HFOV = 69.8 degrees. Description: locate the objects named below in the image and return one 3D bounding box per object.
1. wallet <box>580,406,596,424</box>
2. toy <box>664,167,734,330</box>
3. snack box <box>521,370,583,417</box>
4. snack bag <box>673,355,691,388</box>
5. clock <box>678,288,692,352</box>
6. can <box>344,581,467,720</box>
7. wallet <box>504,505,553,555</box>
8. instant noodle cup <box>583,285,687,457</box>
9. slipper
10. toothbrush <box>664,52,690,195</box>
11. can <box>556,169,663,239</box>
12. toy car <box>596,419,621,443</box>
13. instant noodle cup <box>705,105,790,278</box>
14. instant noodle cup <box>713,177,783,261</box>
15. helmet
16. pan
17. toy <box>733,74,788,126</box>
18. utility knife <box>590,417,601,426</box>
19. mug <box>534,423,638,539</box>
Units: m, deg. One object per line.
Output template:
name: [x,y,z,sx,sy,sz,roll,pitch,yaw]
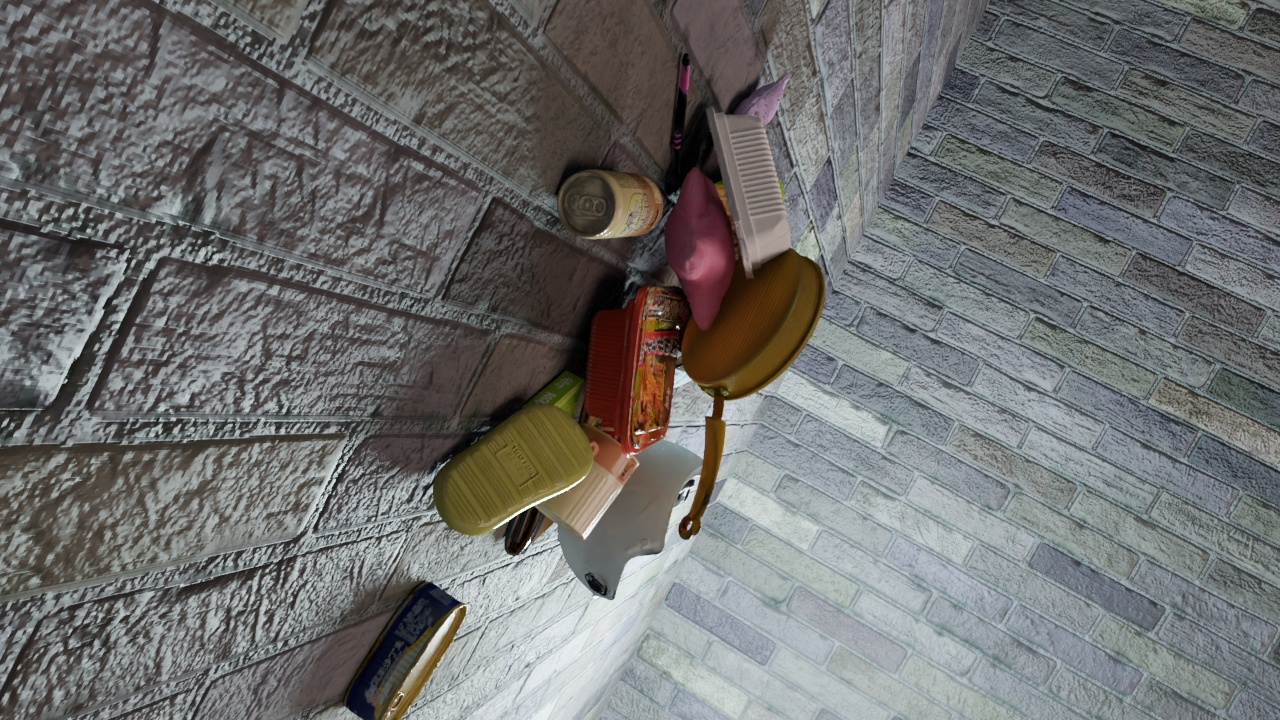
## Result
wallet: [-0.036,0.021,1.157,0.101,0.020,0.116,-46,162,-47]
toy: [0.070,-0.137,1.050,0.195,0.075,0.178,61,30,-65]
snack box: [-0.110,0.092,1.019,0.085,0.026,0.157,-44,158,-48]
snack bag: [0.041,0.018,1.283,0.191,0.110,0.039,1,74,-77]
clock: [0.063,-0.059,1.271,0.121,0.055,0.082,-36,151,-60]
can: [-0.238,0.300,0.932,0.148,0.049,0.075,-58,165,-11]
wallet: [-0.123,0.187,1.151,0.090,0.033,0.115,-64,167,21]
instant noodle cup: [-0.006,0.006,1.040,0.164,0.079,0.189,-11,106,-72]
slipper: [-0.131,0.109,0.890,0.082,0.091,0.190,-31,178,43]
toothbrush: [0.038,-0.234,0.934,0.017,0.014,0.189,-44,159,-24]
can: [-0.025,-0.138,0.811,0.059,0.058,0.116,-66,165,17]
toy car: [-0.039,0.105,1.185,0.120,0.053,0.045,-58,140,-45]
instant noodle cup: [0.122,-0.189,1.015,0.138,0.060,0.173,38,38,-78]
instant noodle cup: [0.131,-0.194,1.167,0.123,0.112,0.112,-56,168,-54]
helmet: [-0.030,0.202,1.263,0.228,0.146,0.259,-46,176,-42]
pan: [0.104,0.031,1.057,0.198,0.078,0.356,3,-117,60]
toy: [0.137,-0.295,1.106,0.107,0.039,0.084,-49,170,-44]
utility knife: [-0.080,0.105,1.159,0.187,0.020,0.031,-56,171,-49]
mug: [-0.066,0.131,1.025,0.105,0.082,0.115,-54,160,-16]
